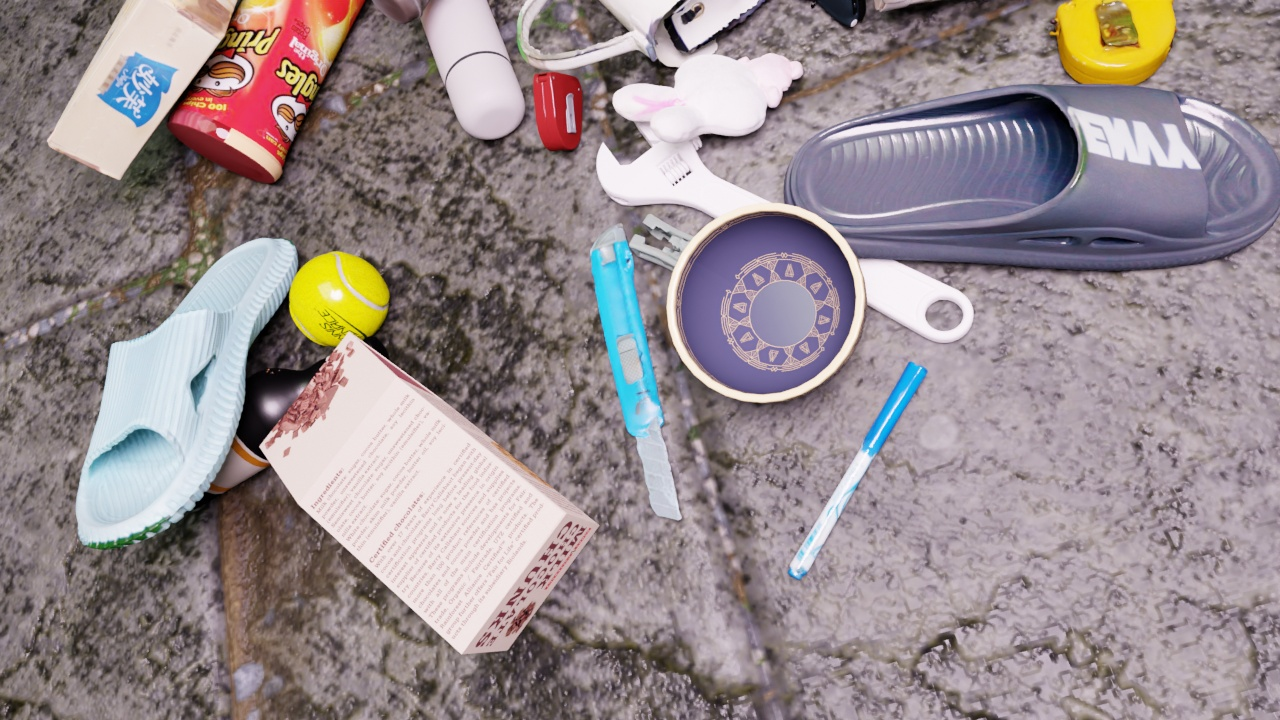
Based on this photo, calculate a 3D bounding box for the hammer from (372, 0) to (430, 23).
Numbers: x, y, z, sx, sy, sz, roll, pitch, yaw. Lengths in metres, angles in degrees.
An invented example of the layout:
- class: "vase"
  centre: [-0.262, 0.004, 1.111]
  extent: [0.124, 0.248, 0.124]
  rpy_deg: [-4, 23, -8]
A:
- class: "hammer"
  centre: [-0.095, -0.378, 0.673]
  extent: [0.190, 0.101, 0.324]
  rpy_deg: [23, 74, 23]

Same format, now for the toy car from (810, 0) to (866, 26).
- class: "toy car"
  centre: [0.113, -0.271, 0.621]
  extent: [0.034, 0.046, 0.112]
  rpy_deg: [-33, 64, 4]

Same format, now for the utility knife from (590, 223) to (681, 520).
- class: "utility knife"
  centre: [-0.003, 0.003, 0.586]
  extent: [0.031, 0.015, 0.206]
  rpy_deg: [-20, 69, 16]

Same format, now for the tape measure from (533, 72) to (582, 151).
- class: "tape measure"
  centre: [-0.054, -0.174, 0.644]
  extent: [0.019, 0.058, 0.051]
  rpy_deg: [-1, 102, 17]

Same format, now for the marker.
- class: "marker"
  centre: [0.124, 0.063, 0.524]
  extent: [0.013, 0.013, 0.141]
  rpy_deg: [30, 84, 24]

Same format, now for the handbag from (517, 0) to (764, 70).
- class: "handbag"
  centre: [-0.011, -0.264, 0.644]
  extent: [0.176, 0.074, 0.151]
  rpy_deg: [-40, 66, 2]

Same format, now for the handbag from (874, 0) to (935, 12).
- class: "handbag"
  centre: [0.223, -0.289, 0.571]
  extent: [0.186, 0.047, 0.124]
  rpy_deg: [-10, 72, -1]

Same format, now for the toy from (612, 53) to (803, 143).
- class: "toy"
  centre: [0.049, -0.174, 0.606]
  extent: [0.125, 0.037, 0.076]
  rpy_deg: [-25, 51, -21]

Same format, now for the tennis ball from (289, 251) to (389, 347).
- class: "tennis ball"
  centre: [-0.209, -0.042, 0.638]
  extent: [0.065, 0.065, 0.065]
  rpy_deg: [-6, 71, 16]

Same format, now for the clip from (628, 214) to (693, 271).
- class: "clip"
  centre: [0.029, -0.067, 0.594]
  extent: [0.076, 0.023, 0.043]
  rpy_deg: [29, 85, 26]

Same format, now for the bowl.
- class: "bowl"
  centre: [0.078, -0.030, 0.539]
  extent: [0.113, 0.061, 0.112]
  rpy_deg: [-2, 85, 22]

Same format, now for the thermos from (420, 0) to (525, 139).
- class: "thermos"
  centre: [-0.141, -0.264, 0.698]
  extent: [0.052, 0.052, 0.224]
  rpy_deg: [-26, 66, 8]

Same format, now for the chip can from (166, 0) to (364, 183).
- class: "chip can"
  centre: [-0.280, -0.253, 0.722]
  extent: [0.087, 0.087, 0.213]
  rpy_deg: [18, 78, 22]

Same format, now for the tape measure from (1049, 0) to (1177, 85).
- class: "tape measure"
  centre: [0.283, -0.193, 0.549]
  extent: [0.068, 0.030, 0.058]
  rpy_deg: [-6, 68, 17]

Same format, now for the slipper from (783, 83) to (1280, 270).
- class: "slipper"
  centre: [0.213, -0.115, 0.513]
  extent: [0.268, 0.083, 0.110]
  rpy_deg: [0, 70, 14]

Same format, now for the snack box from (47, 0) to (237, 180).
- class: "snack box"
  centre: [-0.366, -0.255, 0.703]
  extent: [0.154, 0.055, 0.207]
  rpy_deg: [-39, 40, 24]

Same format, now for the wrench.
- class: "wrench"
  centre: [0.084, -0.085, 0.585]
  extent: [0.273, 0.018, 0.066]
  rpy_deg: [32, 85, 23]

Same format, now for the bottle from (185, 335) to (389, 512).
- class: "bottle"
  centre: [-0.253, 0.037, 0.630]
  extent: [0.182, 0.059, 0.059]
  rpy_deg: [-30, 66, 6]

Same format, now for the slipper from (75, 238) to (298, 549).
- class: "slipper"
  centre: [-0.303, -0.001, 0.603]
  extent: [0.116, 0.069, 0.275]
  rpy_deg: [-20, 41, 23]

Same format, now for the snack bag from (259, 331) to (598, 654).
- class: "snack bag"
  centre: [-0.140, 0.074, 0.566]
  extent: [0.206, 0.070, 0.094]
  rpy_deg: [35, 85, 20]
